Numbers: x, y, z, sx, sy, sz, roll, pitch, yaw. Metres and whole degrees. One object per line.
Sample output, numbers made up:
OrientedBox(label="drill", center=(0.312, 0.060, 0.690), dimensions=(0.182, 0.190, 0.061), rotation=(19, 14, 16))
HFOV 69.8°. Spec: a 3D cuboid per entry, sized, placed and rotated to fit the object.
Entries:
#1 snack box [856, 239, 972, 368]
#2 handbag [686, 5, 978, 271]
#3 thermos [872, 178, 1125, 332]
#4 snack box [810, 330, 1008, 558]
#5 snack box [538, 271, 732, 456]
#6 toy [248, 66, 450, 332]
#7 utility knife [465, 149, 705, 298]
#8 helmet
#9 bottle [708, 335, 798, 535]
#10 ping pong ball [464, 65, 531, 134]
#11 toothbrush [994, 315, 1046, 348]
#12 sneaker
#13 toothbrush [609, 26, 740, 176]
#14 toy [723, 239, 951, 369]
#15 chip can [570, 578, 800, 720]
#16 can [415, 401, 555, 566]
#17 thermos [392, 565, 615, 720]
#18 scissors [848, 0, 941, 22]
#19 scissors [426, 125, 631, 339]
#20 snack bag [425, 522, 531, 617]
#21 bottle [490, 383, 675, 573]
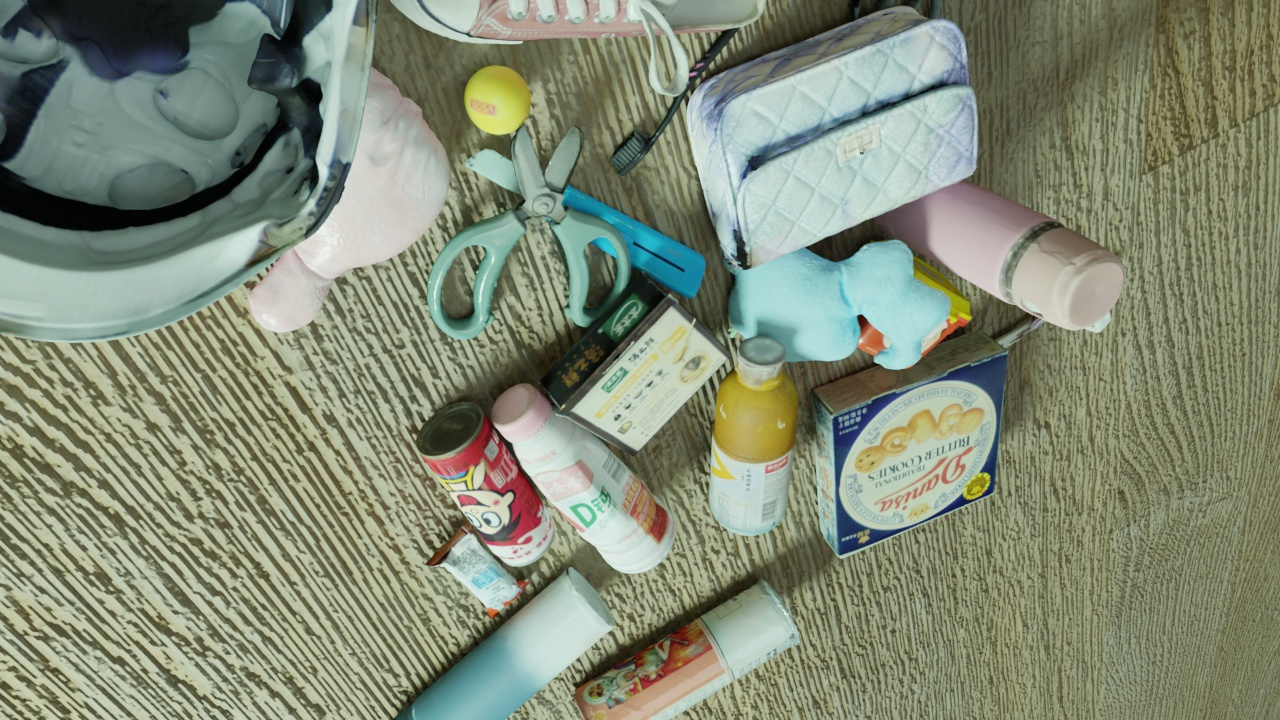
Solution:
OrientedBox(label="snack box", center=(0.212, -0.043, 0.758), dimensions=(0.091, 0.082, 0.080), rotation=(22, 116, -34))
OrientedBox(label="handbag", center=(0.136, -0.154, 0.643), dimensions=(0.194, 0.075, 0.134), rotation=(-23, 126, -5))
OrientedBox(label="thermos", center=(0.263, -0.084, 0.684), dimensions=(0.067, 0.198, 0.087), rotation=(-48, 130, 4))
OrientedBox(label="snack box", center=(0.253, 0.080, 0.866), dimensions=(0.177, 0.045, 0.183), rotation=(-19, 125, -11))
OrientedBox(label="snack box", center=(-0.004, 0.004, 0.670), dimensions=(0.113, 0.053, 0.125), rotation=(-46, 143, 4))
OrientedBox(label="toy", center=(-0.188, -0.095, 0.531), dimensions=(0.159, 0.054, 0.121), rotation=(-45, 120, 2))
OrientedBox(label="utility knife", center=(-0.032, -0.095, 0.637), dimensions=(0.204, 0.018, 0.034), rotation=(24, 105, -34))
OrientedBox(label="helmet", center=(-0.241, -0.151, 0.412), dimensions=(0.228, 0.145, 0.259), rotation=(15, 115, -25))
OrientedBox(label="bottle", center=(0.092, 0.063, 0.748), dimensions=(0.068, 0.068, 0.190), rotation=(-18, 133, -18))
OrientedBox(label="ping pong ball", center=(-0.086, -0.158, 0.556), dimensions=(0.040, 0.040, 0.040), rotation=(-13, 123, -21))
OrientedBox(label="toothbrush", center=(0.376, -0.039, 0.887), dimensions=(0.187, 0.017, 0.016), rotation=(-32, 131, -4))
OrientedBox(label="sneaker", center=(-0.021, -0.219, 0.524), dimensions=(0.240, 0.088, 0.118), rotation=(-7, 121, -25))
OrientedBox(label="toothbrush", center=(0.042, -0.202, 0.616), dimensions=(0.018, 0.014, 0.189), rotation=(36, 97, -25))
OrientedBox(label="toy", center=(0.141, -0.042, 0.707), dimensions=(0.157, 0.049, 0.161), rotation=(-36, 104, 26))
OrientedBox(label="chip can", center=(0.043, 0.292, 0.871), dimensions=(0.214, 0.071, 0.071), rotation=(-28, 127, -10))
OrientedBox(label="can", center=(-0.112, 0.095, 0.684), dimensions=(0.053, 0.053, 0.133), rotation=(-32, 128, -8))
OrientedBox(label="thermos", center=(-0.123, 0.269, 0.778), dimensions=(0.220, 0.070, 0.070), rotation=(-40, 128, 0))
OrientedBox(label="scissors", center=(0.164, -0.201, 0.680), dimensions=(0.150, 0.014, 0.171), rotation=(-21, 126, -14))
OrientedBox(label="scissors", center=(-0.056, -0.075, 0.619), dimensions=(0.175, 0.019, 0.175), rotation=(15, 120, -34))
OrientedBox(label="snack bag", center=(-0.128, 0.171, 0.739), dimensions=(0.048, 0.026, 0.104), rotation=(-43, 128, -7))
OrientedBox(label="bottle", center=(-0.044, 0.092, 0.709), dimensions=(0.068, 0.068, 0.197), rotation=(-40, 129, -1))
